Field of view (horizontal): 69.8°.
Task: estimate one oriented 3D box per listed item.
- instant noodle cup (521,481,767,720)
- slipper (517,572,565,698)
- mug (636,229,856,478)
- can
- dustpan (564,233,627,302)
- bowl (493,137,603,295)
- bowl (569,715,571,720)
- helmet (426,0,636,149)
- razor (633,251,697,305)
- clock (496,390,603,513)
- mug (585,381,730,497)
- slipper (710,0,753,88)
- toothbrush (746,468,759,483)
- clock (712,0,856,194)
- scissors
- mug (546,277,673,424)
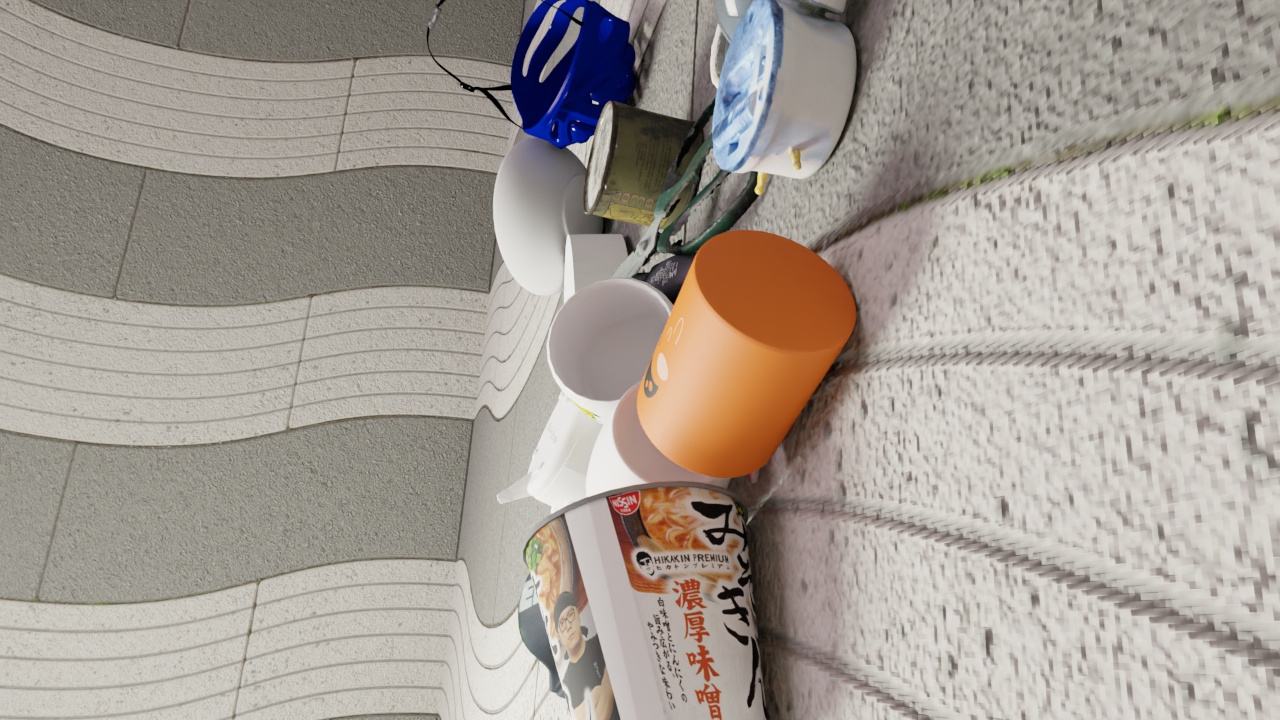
[{"bbox_3d":[0.008,0.144,0.462,0.124,0.123,0.121,115,149,-50],"label":"instant noodle cup"},{"bbox_3d":[-0.063,0.202,0.771,0.269,0.083,0.110,112,163,-48],"label":"slipper"},{"bbox_3d":[0.056,-0.011,0.454,0.112,0.077,0.096,-52,-11,-43],"label":"mug"},{"bbox_3d":[0.001,-0.153,0.732,0.090,0.074,0.090,-171,91,-76],"label":"can"},{"bbox_3d":[-0.048,-0.005,0.963,0.191,0.053,0.258,-104,15,-57],"label":"dustpan"},{"bbox_3d":[-0.088,-0.162,1.027,0.176,0.066,0.176,-2,-88,-63],"label":"bowl"},{"bbox_3d":[-0.012,0.221,0.578,0.115,0.050,0.114,-165,91,-74],"label":"bowl"},{"bbox_3d":[-0.111,-0.327,0.972,0.148,0.227,0.241,-53,27,30],"label":"helmet"},{"bbox_3d":[0.016,-0.053,0.672,0.143,0.052,0.047,160,123,-69],"label":"razor"},{"bbox_3d":[-0.044,0.053,0.717,0.161,0.073,0.125,-63,11,-1],"label":"clock"},{"bbox_3d":[0.021,0.045,0.527,0.114,0.081,0.088,-57,-9,-28],"label":"mug"},{"bbox_3d":[0.078,-0.270,0.517,0.265,0.063,0.111,128,148,-58],"label":"slipper"},{"bbox_3d":[0.058,0.006,0.525,0.022,0.016,0.134,95,176,-62],"label":"toothbrush"},{"bbox_3d":[0.074,-0.154,0.481,0.089,0.052,0.125,172,106,-76],"label":"clock"},{"bbox_3d":[0.023,-0.084,0.626,0.210,0.015,0.137,-56,30,26],"label":"scissors"},{"bbox_3d":[-0.004,0.004,0.619,0.094,0.115,0.068,-45,-24,-3],"label":"mug"}]
